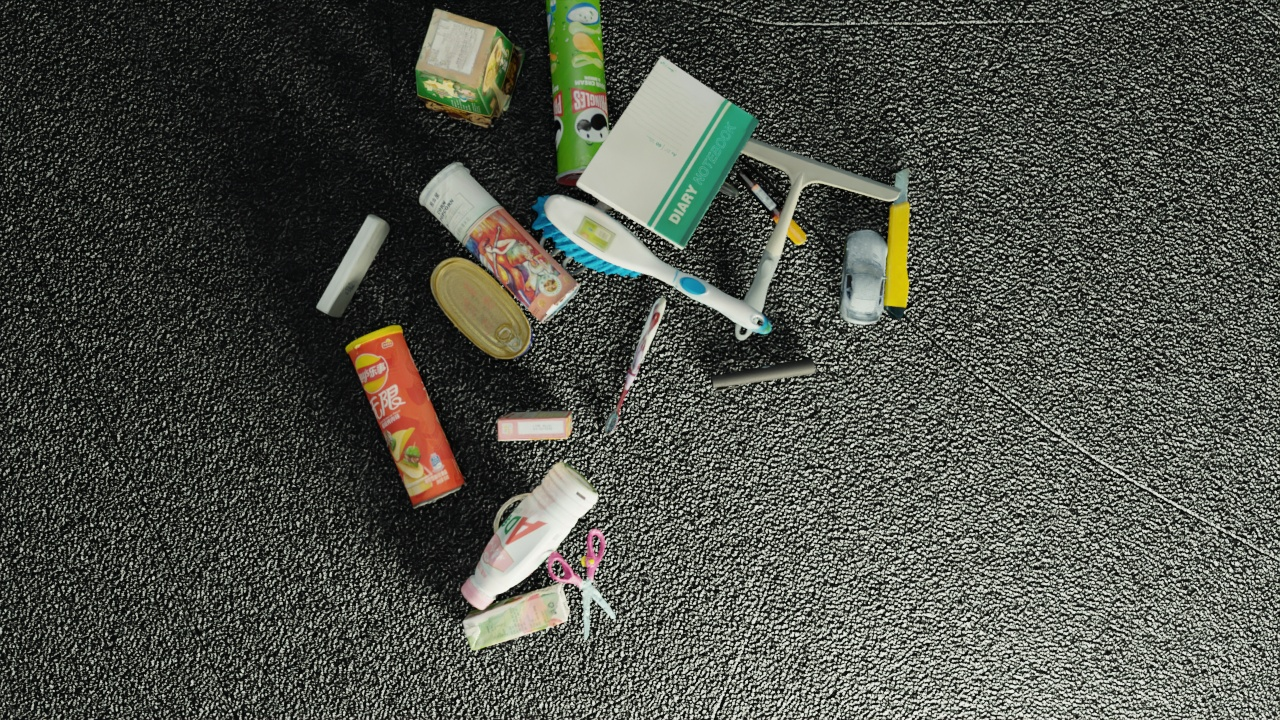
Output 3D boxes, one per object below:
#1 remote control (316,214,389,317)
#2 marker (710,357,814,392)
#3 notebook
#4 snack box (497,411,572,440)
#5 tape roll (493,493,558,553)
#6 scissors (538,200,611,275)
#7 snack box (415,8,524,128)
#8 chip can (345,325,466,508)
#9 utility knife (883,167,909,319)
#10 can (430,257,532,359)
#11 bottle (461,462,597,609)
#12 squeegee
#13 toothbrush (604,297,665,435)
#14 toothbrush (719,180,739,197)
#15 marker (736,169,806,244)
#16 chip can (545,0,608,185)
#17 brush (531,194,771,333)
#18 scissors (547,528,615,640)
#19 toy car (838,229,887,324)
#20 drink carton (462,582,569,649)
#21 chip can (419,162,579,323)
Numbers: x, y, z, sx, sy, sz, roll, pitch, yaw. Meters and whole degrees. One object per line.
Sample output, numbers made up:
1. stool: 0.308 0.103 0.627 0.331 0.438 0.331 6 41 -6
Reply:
1. remote control: -0.354 -0.117 1.133 0.019 0.056 0.135 28 88 0
2. marker: 0.155 0.018 1.158 0.132 0.020 0.022 -10 77 -2
3. notebook: 0.037 -0.255 1.120 0.150 0.012 0.208 31 72 -4
4. snack box: -0.121 0.076 1.080 0.077 0.156 0.027 -1 89 -2
5. tape roll: -0.139 0.209 1.146 0.086 0.014 0.085 0 88 -1
6. scissors: -0.062 -0.191 1.164 0.141 0.014 0.173 5 87 -2
7. snack box: -0.215 -0.365 1.121 0.118 0.105 0.117 17 87 -2
8. chip can: -0.286 0.069 1.119 0.073 0.073 0.216 -22 89 -2
9. utility knife: 0.330 -0.150 1.171 0.033 0.015 0.197 5 87 -17
10. can: -0.195 -0.062 1.137 0.074 0.049 0.148 -45 89 -3
11. bottle: -0.137 0.215 1.106 0.068 0.068 0.197 42 90 0
12. squeegee: 0.166 -0.141 1.144 0.246 0.039 0.246 21 94 5
13. toothbrush: -0.007 0.007 1.155 0.016 0.017 0.187 22 88 -1
14. toothbrush: 0.047 -0.256 1.169 0.181 0.018 0.015 30 79 -2
15. marker: 0.166 -0.196 1.170 0.018 0.015 0.124 -42 87 0
16. chip can: -0.077 -0.340 1.142 0.072 0.072 0.236 -4 87 -2
17. brush: 0.012 -0.113 1.119 0.314 0.109 0.060 30 81 -14
18. scissors: -0.071 0.273 1.119 0.124 0.017 0.133 12 76 -44
19. toy car: 0.282 -0.105 1.159 0.054 0.037 0.120 6 84 -1
20. drink carton: -0.150 0.314 1.121 0.122 0.053 0.045 -19 89 -2
21. chip can: -0.172 -0.144 1.131 0.214 0.071 0.071 45 87 0
